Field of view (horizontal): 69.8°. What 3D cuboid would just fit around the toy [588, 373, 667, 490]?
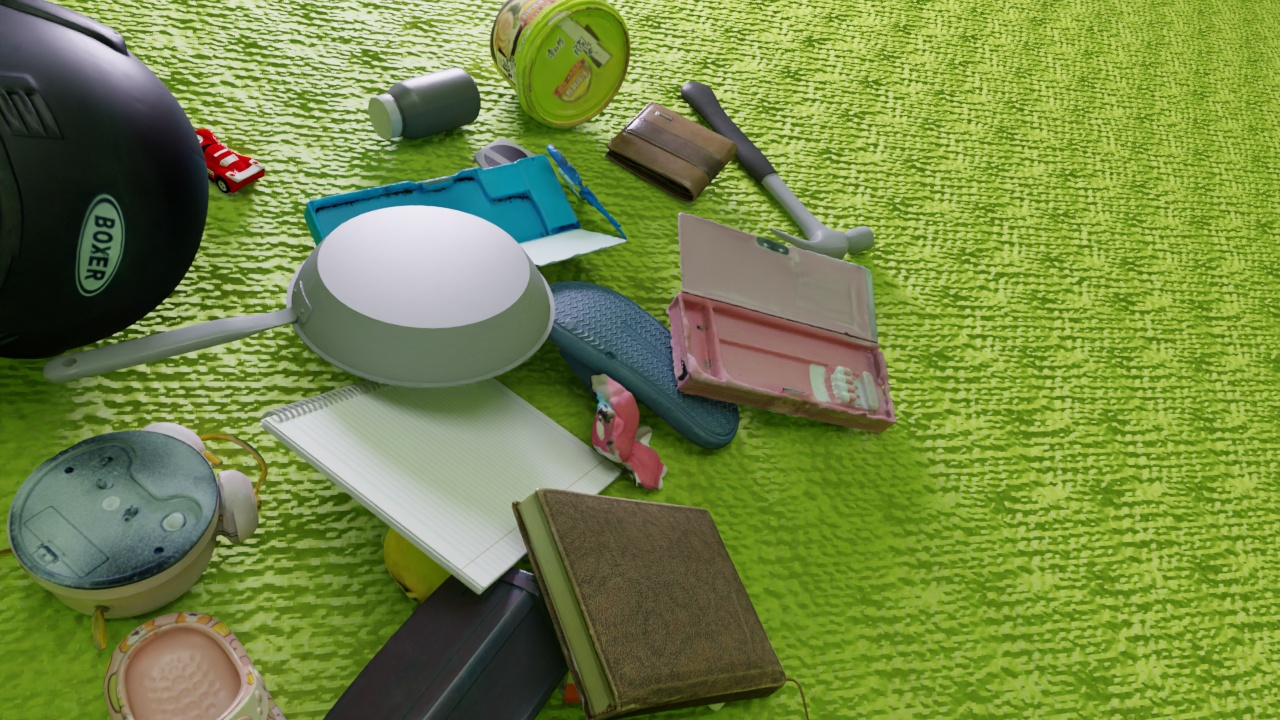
[{"bbox_3d":[-0.017,0.066,0.747,0.102,0.050,0.065,56,20,-28],"label":"toy"}]

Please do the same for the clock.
[{"bbox_3d":[-0.323,0.098,0.605,0.117,0.059,0.157,32,48,15],"label":"clock"}]

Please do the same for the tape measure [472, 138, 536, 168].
[{"bbox_3d":[-0.138,-0.200,0.956,0.065,0.017,0.064,32,48,8],"label":"tape measure"}]

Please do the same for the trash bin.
[{"bbox_3d":[-0.111,0.205,0.557,0.092,0.094,0.160,7,41,36],"label":"trash bin"}]

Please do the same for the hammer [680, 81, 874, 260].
[{"bbox_3d":[0.135,-0.225,1.066,0.124,0.030,0.310,-16,58,-31],"label":"hammer"}]

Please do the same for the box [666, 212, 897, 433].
[{"bbox_3d":[0.130,-0.031,0.847,0.232,0.039,0.178,14,59,-26],"label":"box"}]

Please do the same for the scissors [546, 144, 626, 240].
[{"bbox_3d":[-0.056,-0.168,0.927,0.125,0.015,0.127,49,2,-22],"label":"scissors"}]

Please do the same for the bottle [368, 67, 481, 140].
[{"bbox_3d":[-0.223,-0.263,0.949,0.108,0.060,0.060,-30,66,-36],"label":"bottle"}]

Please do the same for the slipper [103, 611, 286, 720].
[{"bbox_3d":[-0.242,0.219,0.522,0.093,0.082,0.197,-20,58,-33],"label":"slipper"}]

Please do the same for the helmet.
[{"bbox_3d":[-0.463,-0.138,0.642,0.316,0.249,0.235,21,17,6],"label":"helmet"}]

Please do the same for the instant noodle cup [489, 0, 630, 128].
[{"bbox_3d":[-0.093,-0.342,1.013,0.145,0.146,0.098,-21,50,-32],"label":"instant noodle cup"}]

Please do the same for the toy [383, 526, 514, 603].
[{"bbox_3d":[-0.136,0.135,0.657,0.095,0.041,0.094,34,44,11],"label":"toy"}]

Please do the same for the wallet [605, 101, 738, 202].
[{"bbox_3d":[0.034,-0.235,1.029,0.121,0.027,0.098,31,60,14],"label":"wallet"}]

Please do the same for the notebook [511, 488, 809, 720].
[{"bbox_3d":[0.022,0.177,0.609,0.215,0.035,0.190,20,38,-53],"label":"notebook"}]

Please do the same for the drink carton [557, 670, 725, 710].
[{"bbox_3d":[0.002,0.211,0.650,0.122,0.039,0.069,10,48,-20],"label":"drink carton"}]

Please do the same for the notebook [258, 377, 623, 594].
[{"bbox_3d":[-0.127,0.065,0.661,0.178,0.013,0.245,35,18,10],"label":"notebook"}]

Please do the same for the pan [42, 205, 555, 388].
[{"bbox_3d":[-0.233,-0.041,0.668,0.355,0.051,0.200,-12,46,-27],"label":"pan"}]

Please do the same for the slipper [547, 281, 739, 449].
[{"bbox_3d":[-0.005,0.005,0.804,0.213,0.059,0.103,36,39,-7],"label":"slipper"}]

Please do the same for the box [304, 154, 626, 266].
[{"bbox_3d":[-0.157,-0.104,0.836,0.243,0.071,0.170,-20,51,-31],"label":"box"}]

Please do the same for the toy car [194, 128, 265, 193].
[{"bbox_3d":[-0.392,-0.187,0.848,0.089,0.025,0.038,34,48,10],"label":"toy car"}]
